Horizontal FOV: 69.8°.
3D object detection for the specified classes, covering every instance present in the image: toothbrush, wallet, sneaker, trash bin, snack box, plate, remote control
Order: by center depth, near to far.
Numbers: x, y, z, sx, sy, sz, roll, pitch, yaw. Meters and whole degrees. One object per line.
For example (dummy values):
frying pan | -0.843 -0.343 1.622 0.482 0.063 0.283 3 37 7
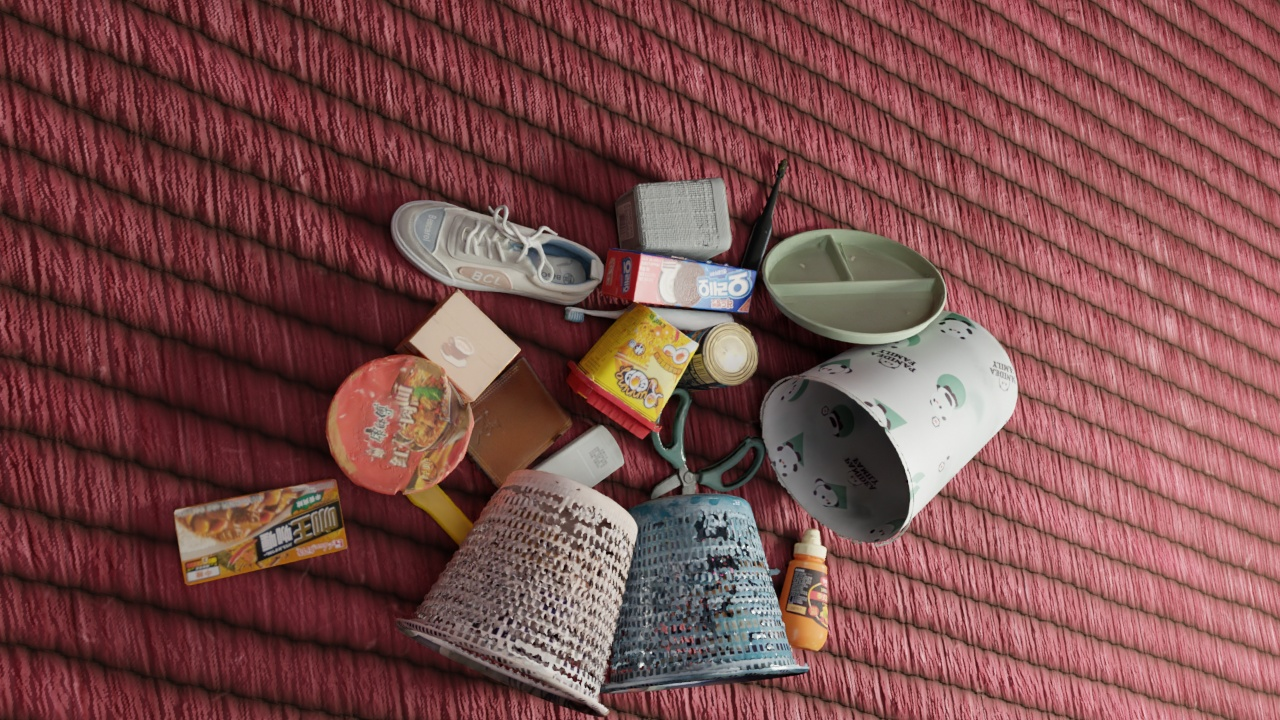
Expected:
snack box | -0.379 0.170 0.922 0.153 0.026 0.075 -9 89 -25
trash bin | -0.104 0.227 0.933 0.227 0.228 0.191 32 64 -18
snack box | -0.198 -0.011 0.985 0.093 0.094 0.077 45 69 -14
sneaker | -0.154 -0.120 1.018 0.242 0.091 0.089 15 77 -21
trash bin | 0.059 0.258 1.019 0.226 0.227 0.194 4 66 -24
wallet | -0.148 0.070 1.035 0.124 0.032 0.101 -42 99 -23
remote control | -0.089 0.134 1.058 0.149 0.021 0.058 -34 100 -23
snack box | 0.051 -0.094 1.085 0.207 0.057 0.058 2 100 -45
toothbrush | 0.012 -0.052 1.120 0.220 0.027 0.026 3 87 -24
trash bin | 0.318 0.067 1.147 0.251 0.230 0.229 -30 97 -30
plate | 0.268 -0.096 1.162 0.229 0.230 0.028 -22 137 -25
toothbrush | 0.159 -0.170 1.198 0.026 0.027 0.212 17 76 9

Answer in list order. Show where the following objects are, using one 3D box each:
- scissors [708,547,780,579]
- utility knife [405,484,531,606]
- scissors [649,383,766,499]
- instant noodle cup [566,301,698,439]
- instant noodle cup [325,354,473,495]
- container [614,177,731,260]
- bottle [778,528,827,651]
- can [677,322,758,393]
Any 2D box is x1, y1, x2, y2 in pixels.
scissors | 0.116 0.268 1.141 0.136 0.017 0.133 20 72 -20
utility knife | -0.194 0.194 1.008 0.033 0.015 0.230 -42 100 -16
scissors | 0.080 0.103 1.127 0.169 0.019 0.175 -13 102 -26
instant noodle cup | -0.006 0.006 1.045 0.116 0.116 0.123 36 90 -17
instant noodle cup | -0.243 0.073 0.935 0.138 0.109 0.137 2 77 -10
container | 0.036 -0.168 1.111 0.114 0.090 0.090 -6 86 -22
bottle | 0.208 0.286 1.158 0.066 0.067 0.149 19 70 -21
can | 0.083 -0.002 1.100 0.075 0.111 0.075 3 83 -24
